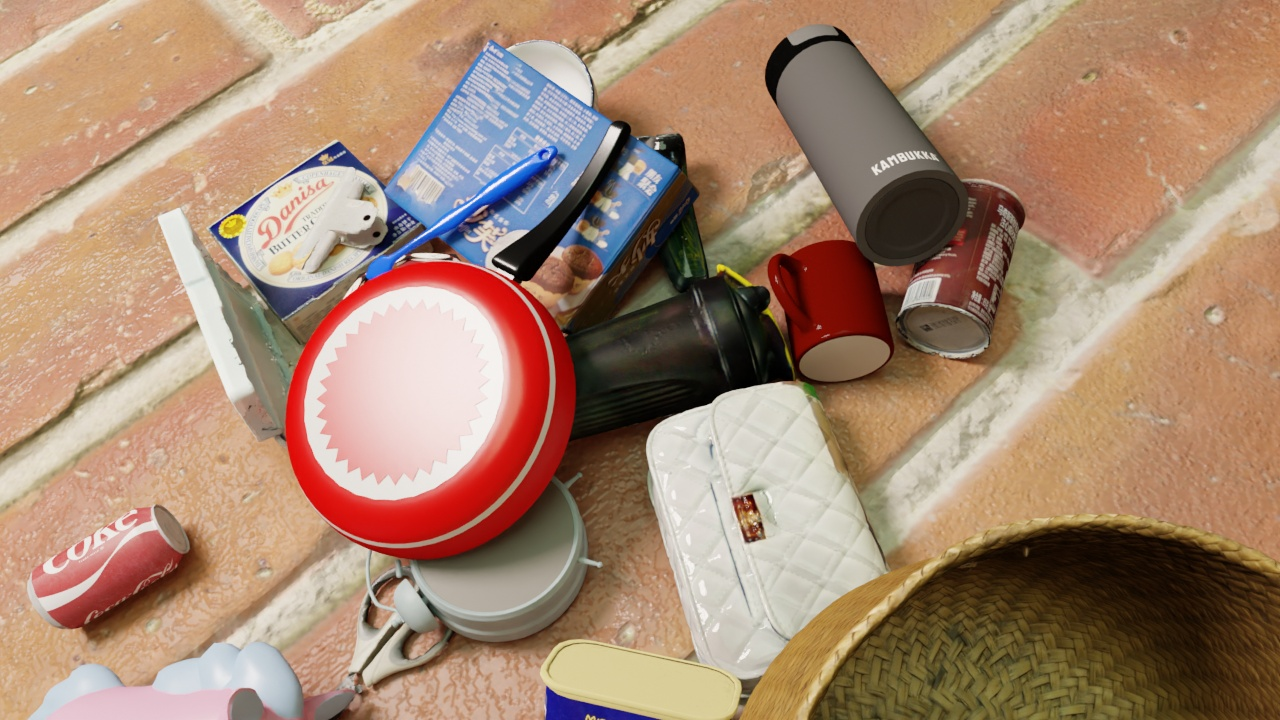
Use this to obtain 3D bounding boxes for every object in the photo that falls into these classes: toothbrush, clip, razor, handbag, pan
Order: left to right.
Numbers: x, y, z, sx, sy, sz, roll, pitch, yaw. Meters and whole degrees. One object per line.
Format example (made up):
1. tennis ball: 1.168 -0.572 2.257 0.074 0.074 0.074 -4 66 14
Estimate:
1. clip: -0.245 -0.120 0.766 0.058 0.050 0.101 7 62 23
2. toothbrush: -0.139 -0.113 0.715 0.183 0.018 0.016 -32 82 9
3. pan: -0.110 -0.033 0.639 0.209 0.067 0.356 28 82 23
4. razor: 0.026 -0.127 0.767 0.054 0.067 0.151 -9 66 -12
5. handbag: 0.085 0.115 0.615 0.139 0.072 0.194 -17 60 -2

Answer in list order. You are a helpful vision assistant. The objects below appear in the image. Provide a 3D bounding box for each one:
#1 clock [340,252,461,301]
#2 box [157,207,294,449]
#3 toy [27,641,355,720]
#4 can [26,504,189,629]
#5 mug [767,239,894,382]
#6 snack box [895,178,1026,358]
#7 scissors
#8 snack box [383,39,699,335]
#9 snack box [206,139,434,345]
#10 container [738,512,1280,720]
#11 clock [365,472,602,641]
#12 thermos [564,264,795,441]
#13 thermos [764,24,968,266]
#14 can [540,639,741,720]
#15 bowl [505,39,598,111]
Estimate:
1. clock: -0.177 -0.015 0.728 0.114 0.065 0.154 -12 44 1
2. box: -0.307 -0.013 0.707 0.040 0.135 0.197 -27 60 -12
3. toy: -0.300 0.243 0.578 0.222 0.120 0.171 23 79 23
4. can: -0.388 0.150 0.673 0.096 0.054 0.054 -32 61 -11
5. mug: 0.134 -0.041 0.681 0.073 0.105 0.082 -33 50 39
6. snack box: 0.244 -0.070 0.698 0.072 0.072 0.121 16 65 16
7. scissors: -0.203 0.214 0.635 0.171 0.013 0.121 -28 61 -6
8. snack box: -0.081 -0.136 0.743 0.203 0.069 0.155 38 94 19
9. snack box: -0.283 -0.107 0.812 0.144 0.043 0.145 -40 64 -15
10. container: 0.183 0.234 0.433 0.307 0.197 0.306 0 76 -2
11. clock: -0.111 0.132 0.640 0.159 0.045 0.122 -12 56 -7
12. thermos: -0.004 0.004 0.681 0.221 0.098 0.098 -17 59 3
13. thermos: 0.170 -0.181 0.731 0.082 0.082 0.240 -14 45 0
14. can: -0.004 0.230 0.547 0.116 0.056 0.092 8 103 12
15. bowl: -0.088 -0.219 0.825 0.118 0.062 0.118 -2 83 16
